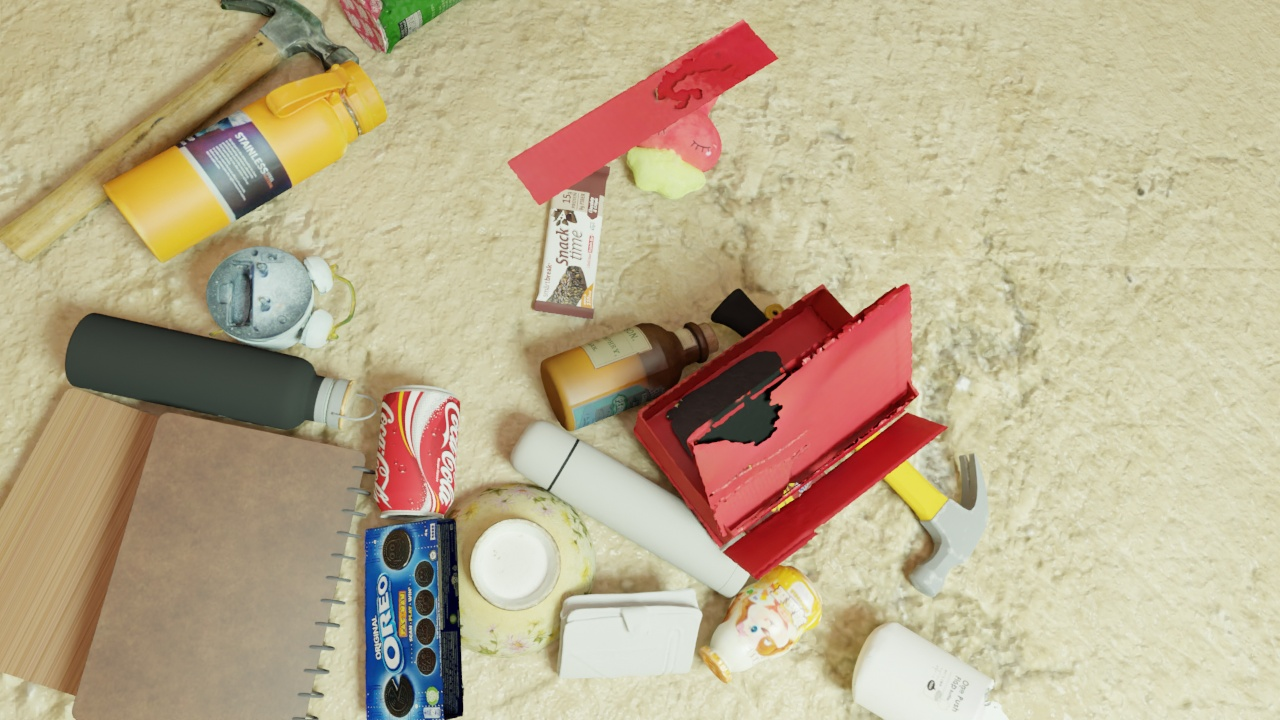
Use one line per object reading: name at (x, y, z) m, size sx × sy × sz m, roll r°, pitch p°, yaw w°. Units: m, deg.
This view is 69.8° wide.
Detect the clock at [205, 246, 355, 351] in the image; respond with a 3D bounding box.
clock at (-0.301, -0.050, 0.772) m, size 0.117 × 0.057 × 0.083 m, roll -1°, pitch 74°, yaw -12°

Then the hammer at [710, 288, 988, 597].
hammer at (0.192, 0.058, 0.841) m, size 0.323 × 0.029 × 0.127 m, roll 46°, pitch 74°, yaw -1°

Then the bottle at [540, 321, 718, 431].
bottle at (-0.005, 0.005, 0.810) m, size 0.156 × 0.068 × 0.068 m, roll -21°, pitch 80°, yaw -16°

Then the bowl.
bowl at (-0.103, 0.168, 0.748) m, size 0.145 × 0.063 × 0.145 m, roll 3°, pitch 75°, yaw -11°

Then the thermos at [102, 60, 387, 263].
thermos at (-0.328, -0.176, 0.784) m, size 0.232 × 0.091 × 0.076 m, roll -37°, pitch 112°, yaw -18°

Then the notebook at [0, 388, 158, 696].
notebook at (-0.411, 0.146, 0.714) m, size 0.169 × 0.022 × 0.210 m, roll 20°, pitch 72°, yaw -5°

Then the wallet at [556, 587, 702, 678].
wallet at (-0.009, 0.229, 0.748) m, size 0.116 × 0.032 × 0.086 m, roll -3°, pitch 118°, yaw -12°

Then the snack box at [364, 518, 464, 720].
snack box at (-0.179, 0.203, 0.718) m, size 0.082 × 0.027 × 0.150 m, roll -14°, pitch 72°, yaw 28°

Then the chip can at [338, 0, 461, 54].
chip can at (-0.180, -0.384, 0.881) m, size 0.222 × 0.076 × 0.075 m, roll -42°, pitch 86°, yaw -18°

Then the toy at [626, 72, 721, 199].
toy at (0.037, -0.219, 0.892) m, size 0.091 × 0.045 × 0.135 m, roll 23°, pitch 78°, yaw -7°

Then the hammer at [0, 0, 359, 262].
hammer at (-0.416, -0.209, 0.808) m, size 0.132 × 0.033 × 0.329 m, roll 42°, pitch 72°, yaw 1°

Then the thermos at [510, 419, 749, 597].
thermos at (-0.007, 0.124, 0.784) m, size 0.224 × 0.052 × 0.052 m, roll 31°, pitch 71°, yaw -2°

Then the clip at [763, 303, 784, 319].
clip at (0.132, -0.029, 0.868) m, size 0.054 × 0.044 × 0.050 m, roll -12°, pitch 102°, yaw -13°

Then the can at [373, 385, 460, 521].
can at (-0.184, 0.077, 0.756) m, size 0.064 × 0.064 × 0.104 m, roll 4°, pitch 74°, yaw -10°

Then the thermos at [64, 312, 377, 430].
thermos at (-0.331, 0.017, 0.745) m, size 0.231 × 0.061 × 0.061 m, roll 13°, pitch 73°, yaw -8°

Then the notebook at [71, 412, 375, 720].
notebook at (-0.311, 0.167, 0.707) m, size 0.167 × 0.024 × 0.225 m, roll 14°, pitch 75°, yaw -19°

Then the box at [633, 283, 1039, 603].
box at (0.218, 0.146, 0.662) m, size 0.215 × 0.141 × 0.510 m, roll -34°, pitch 57°, yaw -14°

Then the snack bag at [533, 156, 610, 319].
snack bag at (-0.063, -0.117, 0.861) m, size 0.057 × 0.013 × 0.157 m, roll 8°, pitch 73°, yaw -7°

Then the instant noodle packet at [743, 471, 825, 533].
instant noodle packet at (0.102, 0.096, 0.823) m, size 0.098 × 0.040 × 0.135 m, roll -40°, pitch 85°, yaw -25°

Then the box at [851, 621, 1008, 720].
box at (0.254, 0.296, 0.786) m, size 0.137 × 0.143 × 0.083 m, roll 26°, pitch 65°, yaw 28°

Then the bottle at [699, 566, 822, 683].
bottle at (0.100, 0.223, 0.773) m, size 0.109 × 0.063 × 0.063 m, roll -37°, pitch 84°, yaw -17°
